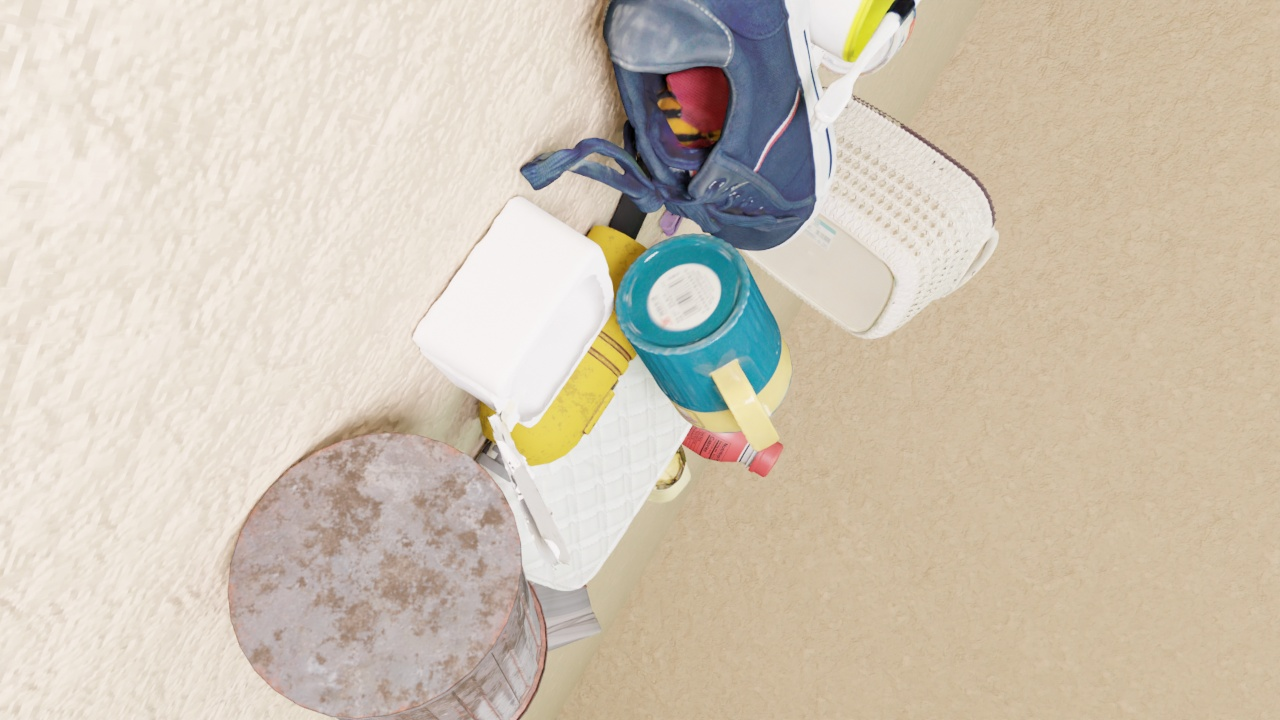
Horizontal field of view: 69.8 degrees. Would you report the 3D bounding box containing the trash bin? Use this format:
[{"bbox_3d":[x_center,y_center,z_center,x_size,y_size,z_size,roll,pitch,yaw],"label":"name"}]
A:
[{"bbox_3d":[-0.117,0.135,0.479,0.130,0.131,0.211,-53,167,-24],"label":"trash bin"}]

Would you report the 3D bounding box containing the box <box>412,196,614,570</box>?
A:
[{"bbox_3d":[-0.065,0.015,0.480,0.111,0.101,0.189,71,31,-75],"label":"box"}]

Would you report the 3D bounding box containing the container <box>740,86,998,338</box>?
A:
[{"bbox_3d":[0.210,-0.141,0.915,0.143,0.251,0.185,-41,161,-28],"label":"container"}]

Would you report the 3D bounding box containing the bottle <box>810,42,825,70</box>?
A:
[{"bbox_3d":[0.136,-0.269,0.723,0.041,0.041,0.116,-45,163,-51],"label":"bottle"}]

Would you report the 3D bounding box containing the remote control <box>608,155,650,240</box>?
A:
[{"bbox_3d":[0.006,-0.123,0.614,0.147,0.015,0.033,-64,168,26],"label":"remote control"}]

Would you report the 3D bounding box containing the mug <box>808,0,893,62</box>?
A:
[{"bbox_3d":[0.081,-0.212,0.462,0.082,0.106,0.083,-56,169,-17],"label":"mug"}]

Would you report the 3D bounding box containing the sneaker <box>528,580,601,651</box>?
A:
[{"bbox_3d":[-0.128,0.246,0.904,0.099,0.089,0.235,-27,160,23],"label":"sneaker"}]

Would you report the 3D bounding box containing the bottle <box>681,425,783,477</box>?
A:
[{"bbox_3d":[0.046,0.045,0.829,0.062,0.176,0.062,-55,169,-17],"label":"bottle"}]

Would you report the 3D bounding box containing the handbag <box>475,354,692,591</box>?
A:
[{"bbox_3d":[-0.051,0.065,0.676,0.195,0.072,0.138,-57,138,-4],"label":"handbag"}]

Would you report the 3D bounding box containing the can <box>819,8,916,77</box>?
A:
[{"bbox_3d":[0.182,-0.285,0.768,0.043,0.086,0.086,-49,166,-40],"label":"can"}]

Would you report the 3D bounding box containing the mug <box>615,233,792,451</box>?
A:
[{"bbox_3d":[0.046,-0.003,0.535,0.083,0.113,0.107,-29,147,4],"label":"mug"}]

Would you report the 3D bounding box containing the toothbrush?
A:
[{"bbox_3d":[0.133,-0.180,0.462,0.186,0.012,0.017,-54,-178,-22],"label":"toothbrush"}]

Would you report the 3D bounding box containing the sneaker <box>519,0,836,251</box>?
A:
[{"bbox_3d":[0.031,-0.106,0.500,0.127,0.121,0.294,-67,163,-11],"label":"sneaker"}]

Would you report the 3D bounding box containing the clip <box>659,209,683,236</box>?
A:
[{"bbox_3d":[0.032,-0.124,0.740,0.051,0.013,0.033,-60,171,-3],"label":"clip"}]

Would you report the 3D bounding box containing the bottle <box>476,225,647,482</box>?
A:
[{"bbox_3d":[-0.046,0.002,0.580,0.163,0.071,0.071,-57,169,-8],"label":"bottle"}]

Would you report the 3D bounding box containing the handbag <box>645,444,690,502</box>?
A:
[{"bbox_3d":[-0.003,0.088,0.908,0.081,0.111,0.119,-47,166,-13],"label":"handbag"}]
